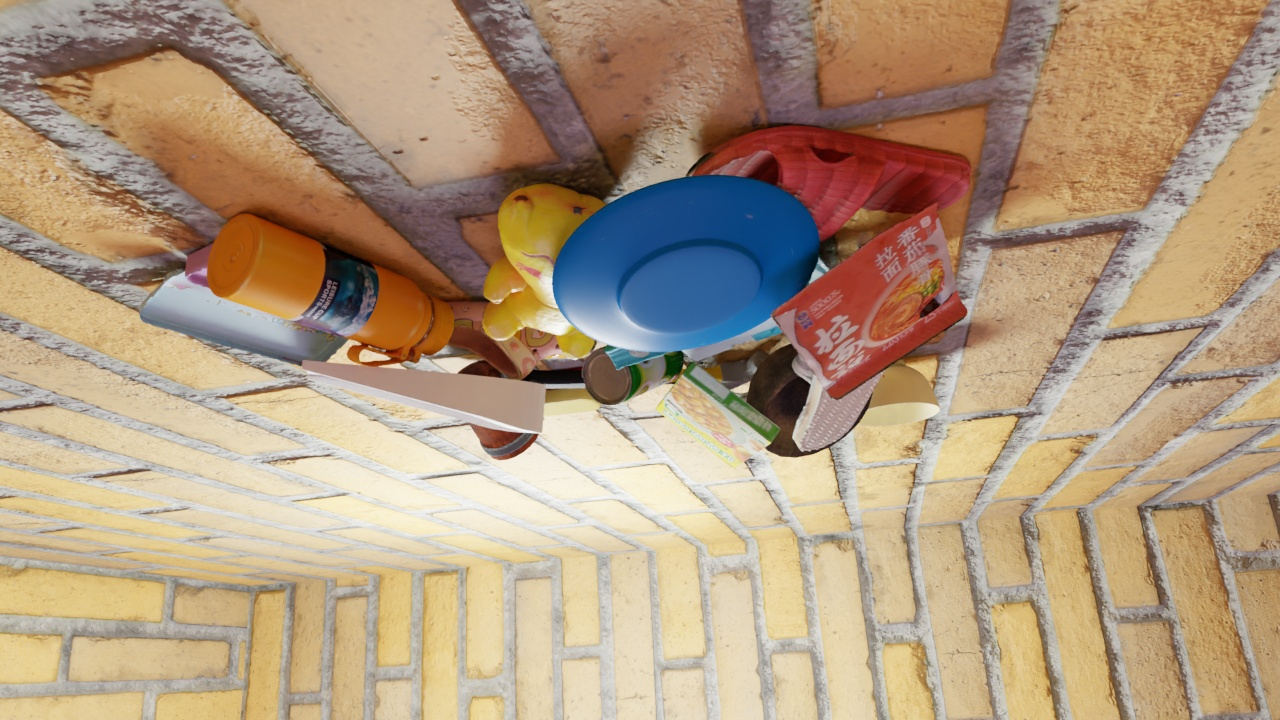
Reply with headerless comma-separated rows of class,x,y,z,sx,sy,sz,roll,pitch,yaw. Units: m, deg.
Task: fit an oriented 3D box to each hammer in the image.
hammer,0.001,0.022,1.169,0.323,0.029,0.127,-1,162,-26

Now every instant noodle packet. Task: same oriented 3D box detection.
instant noodle packet,0.206,-0.061,0.841,0.164,0.084,0.221,-34,156,9

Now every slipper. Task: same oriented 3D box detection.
slipper,0.160,-0.136,0.749,0.248,0.059,0.104,0,161,-15
slipper,-0.139,-0.017,1.009,0.197,0.081,0.093,3,161,-13
slipper,0.234,0.006,1.068,0.114,0.054,0.273,-11,137,-17

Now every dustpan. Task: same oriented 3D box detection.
dustpan,-0.235,0.045,1.010,0.257,0.053,0.192,6,174,-18

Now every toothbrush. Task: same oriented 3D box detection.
toothbrush,0.216,-0.098,0.876,0.017,0.012,0.186,-24,171,11

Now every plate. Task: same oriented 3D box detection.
plate,0.040,-0.064,0.759,0.224,0.024,0.225,-7,147,-5

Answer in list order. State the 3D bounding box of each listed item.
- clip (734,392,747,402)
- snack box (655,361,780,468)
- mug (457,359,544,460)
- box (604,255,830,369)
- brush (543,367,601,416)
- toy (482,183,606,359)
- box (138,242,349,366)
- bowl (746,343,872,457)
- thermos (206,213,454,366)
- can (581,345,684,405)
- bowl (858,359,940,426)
clip,0.131,0.078,1.287,0.152,0.105,0.126,-6,-174,4
snack box,0.092,0.072,1.142,0.132,0.027,0.168,37,160,3
mug,-0.173,0.053,1.171,0.117,0.081,0.111,-29,124,2
box,0.089,-0.057,0.948,0.228,0.086,0.168,-19,172,38
brush,-0.125,0.048,1.253,0.173,0.041,0.082,-7,161,11
toy,-0.066,-0.082,0.817,0.134,0.087,0.194,14,150,-9
box,-0.369,-0.052,0.926,0.152,0.040,0.214,-28,152,24
bowl,0.208,0.042,1.170,0.162,0.070,0.162,-12,130,-14
thermos,-0.283,-0.055,0.862,0.091,0.076,0.232,-52,144,11
can,-0.006,0.006,1.051,0.067,0.067,0.120,-17,-177,34
bowl,0.345,0.040,1.262,0.118,0.074,0.118,-3,161,-1
